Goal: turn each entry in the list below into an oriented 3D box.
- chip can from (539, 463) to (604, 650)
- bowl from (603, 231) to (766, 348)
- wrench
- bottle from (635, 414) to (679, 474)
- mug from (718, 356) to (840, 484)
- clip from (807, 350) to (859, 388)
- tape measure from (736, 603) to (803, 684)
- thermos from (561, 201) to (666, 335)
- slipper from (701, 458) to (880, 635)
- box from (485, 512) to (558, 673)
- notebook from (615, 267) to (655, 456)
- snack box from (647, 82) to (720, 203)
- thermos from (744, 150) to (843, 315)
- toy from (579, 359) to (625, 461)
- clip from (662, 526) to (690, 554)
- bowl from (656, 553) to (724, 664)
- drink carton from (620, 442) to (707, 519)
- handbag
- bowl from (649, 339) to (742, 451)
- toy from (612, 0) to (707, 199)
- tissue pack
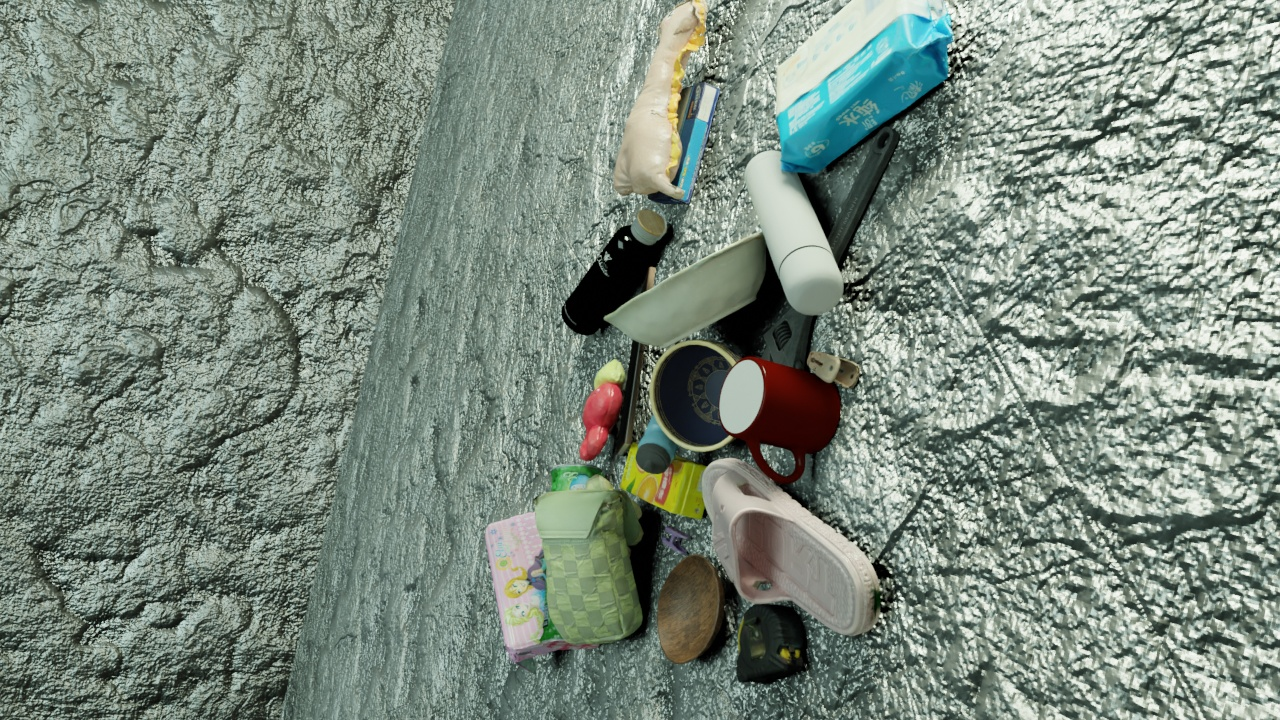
[{"bbox_3d":[-0.082,0.240,1.141,0.076,0.075,0.222,-35,47,53],"label":"chip can"},{"bbox_3d":[0.058,-0.063,0.949,0.060,0.188,0.220,63,152,-1],"label":"bowl"},{"bbox_3d":[0.174,-0.088,0.864,0.273,0.018,0.073,-66,27,15],"label":"wrench"},{"bbox_3d":[0.028,0.074,0.983,0.040,0.040,0.129,-50,7,41],"label":"bottle"},{"bbox_3d":[0.122,0.056,0.819,0.073,0.082,0.105,-22,58,59],"label":"mug"},{"bbox_3d":[0.162,0.005,0.814,0.061,0.043,0.025,29,102,57],"label":"clip"},{"bbox_3d":[0.111,0.244,0.799,0.067,0.038,0.062,-41,42,50],"label":"tape measure"},{"bbox_3d":[-0.030,-0.124,1.229,0.232,0.061,0.061,-49,37,43],"label":"thermos"},{"bbox_3d":[0.107,0.163,0.793,0.239,0.064,0.094,31,127,58],"label":"slipper"},{"bbox_3d":[-0.153,0.324,1.259,0.230,0.085,0.097,-116,15,-52],"label":"box"},{"bbox_3d":[-0.007,0.007,1.117,0.141,0.008,0.209,115,163,-77],"label":"notebook"},{"bbox_3d":[0.055,-0.276,1.177,0.082,0.027,0.150,22,98,63],"label":"snack box"},{"bbox_3d":[0.143,-0.124,0.870,0.052,0.052,0.223,-57,25,33],"label":"thermos"},{"bbox_3d":[-0.050,0.065,1.181,0.092,0.045,0.135,122,164,-70],"label":"toy"},{"bbox_3d":[0.038,0.197,0.996,0.036,0.013,0.053,-69,25,11],"label":"clip"},{"bbox_3d":[0.056,0.249,0.917,0.114,0.026,0.101,-51,35,39],"label":"bowl"},{"bbox_3d":[0.029,0.132,1.012,0.135,0.043,0.058,9,84,65],"label":"drink carton"},{"bbox_3d":[-0.049,0.226,1.052,0.113,0.116,0.186,-6,95,34],"label":"handbag"},{"bbox_3d":[0.073,0.033,0.940,0.113,0.061,0.112,5,99,34],"label":"bowl"},{"bbox_3d":[0.042,-0.325,1.138,0.196,0.065,0.264,27,96,54],"label":"toy"},{"bbox_3d":[0.202,-0.269,0.844,0.210,0.066,0.116,-35,47,51],"label":"tissue pack"}]
